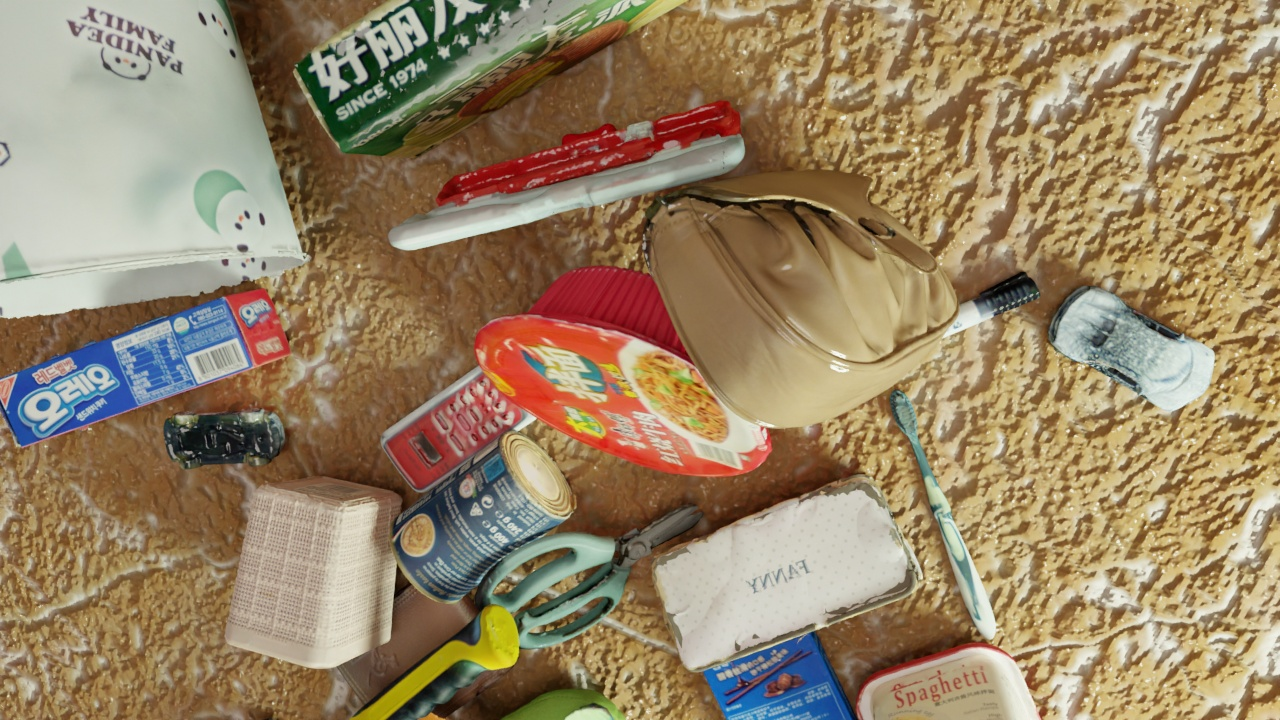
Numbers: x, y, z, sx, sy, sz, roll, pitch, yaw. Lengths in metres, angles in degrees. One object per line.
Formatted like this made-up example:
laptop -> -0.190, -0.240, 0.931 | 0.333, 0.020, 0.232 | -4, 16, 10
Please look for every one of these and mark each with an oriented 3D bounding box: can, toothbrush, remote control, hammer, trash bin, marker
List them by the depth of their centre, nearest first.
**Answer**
trash bin -> -0.345, -0.165, 0.559 | 0.230, 0.229, 0.252 | -10, 94, 10
marker -> 0.195, -0.024, 0.603 | 0.131, 0.018, 0.022 | -22, 89, 12
toothbrush -> 0.208, 0.108, 0.628 | 0.016, 0.018, 0.191 | -21, 98, 12
can -> -0.110, 0.109, 0.647 | 0.111, 0.075, 0.075 | -38, 94, 14
remote control -> -0.124, 0.042, 0.664 | 0.136, 0.020, 0.056 | -33, 94, 14
hammer -> -0.206, 0.269, 0.664 | 0.324, 0.032, 0.126 | -40, 55, 22

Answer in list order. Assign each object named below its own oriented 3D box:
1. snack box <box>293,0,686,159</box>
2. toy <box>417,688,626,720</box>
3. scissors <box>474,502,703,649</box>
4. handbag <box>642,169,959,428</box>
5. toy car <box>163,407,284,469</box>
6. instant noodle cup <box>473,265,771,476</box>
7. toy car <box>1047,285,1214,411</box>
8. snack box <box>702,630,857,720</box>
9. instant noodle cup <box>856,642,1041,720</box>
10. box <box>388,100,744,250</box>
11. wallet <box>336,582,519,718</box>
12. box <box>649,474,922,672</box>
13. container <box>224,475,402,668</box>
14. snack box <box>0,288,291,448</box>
snack box -> -0.078, -0.206, 0.556 | 0.240, 0.114, 0.063 | -26, 96, 12
toy -> -0.098, 0.335, 0.686 | 0.247, 0.090, 0.227 | -44, 104, 10
scissors -> -0.034, 0.138, 0.643 | 0.180, 0.019, 0.139 | -36, 131, 7
handbag -> 0.099, -0.048, 0.517 | 0.147, 0.204, 0.100 | 51, 126, 13
toy car -> -0.311, 0.057, 0.688 | 0.090, 0.034, 0.043 | -3, 98, 7
instant noodle cup -> -0.003, 0.003, 0.576 | 0.194, 0.194, 0.065 | 22, 66, 4
toy car -> 0.313, -0.006, 0.582 | 0.105, 0.031, 0.049 | 29, 105, 1
snack box -> 0.108, 0.257, 0.669 | 0.085, 0.026, 0.157 | -24, 97, 12
instant noodle cup -> 0.214, 0.268, 0.606 | 0.116, 0.124, 0.116 | -23, 97, 12
box -> -0.036, -0.107, 0.550 | 0.201, 0.157, 0.038 | -13, 113, 11
wallet -> -0.168, 0.225, 0.704 | 0.125, 0.032, 0.101 | -39, 91, 13
box -> 0.090, 0.147, 0.620 | 0.184, 0.059, 0.089 | -23, 72, 15
container -> -0.229, 0.146, 0.656 | 0.090, 0.089, 0.111 | 9, 91, 17
snack box -> -0.367, 0.006, 0.673 | 0.208, 0.058, 0.057 | -18, 99, 11
